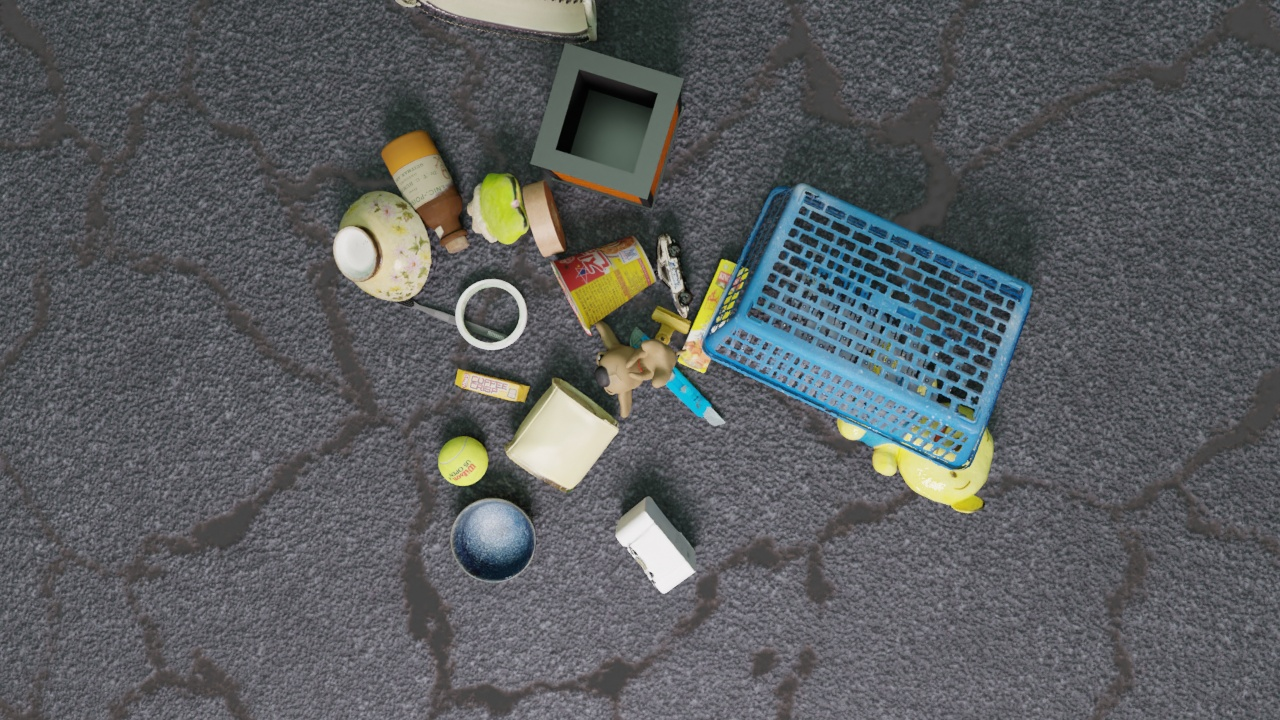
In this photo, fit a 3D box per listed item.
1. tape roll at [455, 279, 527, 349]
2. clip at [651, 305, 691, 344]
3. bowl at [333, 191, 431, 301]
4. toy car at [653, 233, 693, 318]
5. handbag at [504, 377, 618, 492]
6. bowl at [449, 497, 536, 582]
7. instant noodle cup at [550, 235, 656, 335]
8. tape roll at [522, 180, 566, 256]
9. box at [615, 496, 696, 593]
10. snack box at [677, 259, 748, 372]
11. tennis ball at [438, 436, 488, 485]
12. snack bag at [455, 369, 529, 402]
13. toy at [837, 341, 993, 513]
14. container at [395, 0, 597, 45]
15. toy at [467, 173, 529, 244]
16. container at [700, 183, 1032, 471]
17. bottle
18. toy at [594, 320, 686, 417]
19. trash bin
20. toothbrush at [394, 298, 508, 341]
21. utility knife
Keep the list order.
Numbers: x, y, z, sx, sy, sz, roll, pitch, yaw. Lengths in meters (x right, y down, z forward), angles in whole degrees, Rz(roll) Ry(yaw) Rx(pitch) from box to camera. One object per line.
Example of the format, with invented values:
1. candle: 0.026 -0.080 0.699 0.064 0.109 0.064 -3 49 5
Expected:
1. tape roll: -0.198 -0.061 1.221 0.094 0.018 0.094 0 90 -2
2. clip: 0.037 -0.045 1.214 0.054 0.047 0.047 24 61 0
3. bowl: -0.346 -0.141 1.177 0.145 0.063 0.145 9 109 26
4. toy car: 0.040 -0.109 1.193 0.040 0.048 0.113 -15 94 0
5. handbag: -0.104 0.101 1.209 0.111 0.081 0.119 36 94 -8
6. bowl: -0.193 0.235 1.232 0.114 0.060 0.114 0 94 2
7. instant noodle cup: -0.045 -0.108 1.181 0.112 0.100 0.100 -29 93 -3
8. tape roll: -0.122 -0.181 1.173 0.027 0.094 0.094 -15 94 4
9. box: 0.006 0.253 1.202 0.095 0.102 0.107 -41 92 7
10. snack box: 0.095 -0.058 1.205 0.040 0.029 0.148 23 96 1
11. tennis ball: -0.236 0.134 1.223 0.065 0.065 0.065 0 95 3
12. snack bag: -0.200 0.034 1.234 0.099 0.020 0.026 15 94 1
13. toy: 0.355 0.091 1.173 0.214 0.084 0.148 33 77 -1
14. container: -0.163 -0.482 1.110 0.251 0.185 0.143 11 87 3
15. toy: -0.187 -0.192 1.179 0.043 0.118 0.092 -21 98 -38
16. container: 0.286 -0.056 1.113 0.362 0.089 0.256 25 75 4
17. bottle: -0.271 -0.214 1.192 0.068 0.068 0.157 -27 93 5
18. toy: -0.007 0.007 1.177 0.108 0.105 0.134 -12 97 36
19. trash bin: -0.034 -0.277 1.120 0.140 0.171 0.140 17 96 1
20. toothbrush: -0.255 -0.056 1.234 0.167 0.013 0.013 20 95 -1
21. utility knife: 0.047 0.025 1.222 0.175 0.015 0.031 44 110 -2
